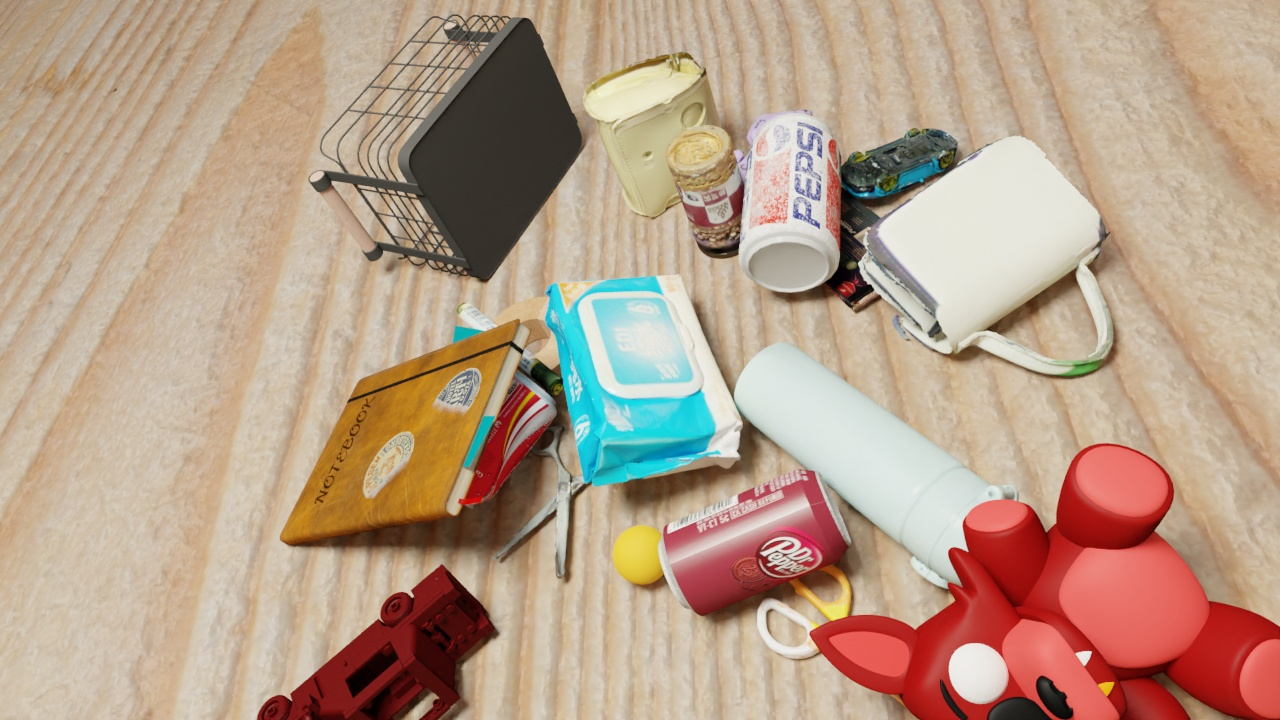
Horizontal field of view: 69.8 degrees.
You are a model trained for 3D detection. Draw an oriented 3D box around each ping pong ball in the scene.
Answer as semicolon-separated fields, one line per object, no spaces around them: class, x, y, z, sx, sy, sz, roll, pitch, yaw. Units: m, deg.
ping pong ball;0.001;0.134;0.634;0.040;0.040;0.040;-11;50;13

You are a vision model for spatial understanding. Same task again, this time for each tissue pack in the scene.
tissue pack;-0.004;0.004;0.704;0.117;0.066;0.209;-4;44;-15

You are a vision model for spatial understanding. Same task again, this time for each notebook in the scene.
notebook;-0.182;0.053;0.723;0.250;0.014;0.178;-16;45;41

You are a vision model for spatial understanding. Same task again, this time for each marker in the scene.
marker;-0.112;-0.013;0.772;0.017;0.017;0.146;-42;50;-14

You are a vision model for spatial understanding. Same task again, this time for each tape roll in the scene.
tape roll;-0.093;-0.011;0.795;0.094;0.027;0.093;-11;50;13

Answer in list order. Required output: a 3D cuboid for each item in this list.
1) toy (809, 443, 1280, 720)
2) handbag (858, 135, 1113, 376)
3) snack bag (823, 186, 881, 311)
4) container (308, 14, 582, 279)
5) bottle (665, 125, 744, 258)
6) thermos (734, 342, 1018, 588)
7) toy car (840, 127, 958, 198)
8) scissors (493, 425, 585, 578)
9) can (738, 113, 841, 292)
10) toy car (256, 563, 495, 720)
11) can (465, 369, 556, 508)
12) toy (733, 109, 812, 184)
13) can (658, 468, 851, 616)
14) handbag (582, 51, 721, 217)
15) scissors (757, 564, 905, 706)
toy;0.215;0.155;0.484;0.197;0.120;0.158;-34;81;-2
handbag;0.267;-0.057;0.674;0.151;0.074;0.176;-35;68;-5
snack bag;0.164;-0.106;0.774;0.074;0.018;0.155;-33;48;-4
container;-0.182;-0.212;0.899;0.130;0.163;0.240;14;60;30
bottle;0.062;-0.143;0.786;0.056;0.105;0.056;-11;50;13
thermos;0.152;0.065;0.613;0.207;0.065;0.078;41;112;39
toy car;0.222;-0.166;0.789;0.105;0.032;0.048;-25;47;-10
scissors;-0.044;0.092;0.704;0.171;0.014;0.141;-27;46;-2
can;0.123;-0.129;0.745;0.078;0.078;0.135;-4;56;19
toy car;-0.177;0.222;0.615;0.169;0.070;0.062;-40;38;-12
can;-0.118;0.059;0.719;0.064;0.064;0.104;30;78;37
toy;0.116;-0.196;0.853;0.080;0.036;0.099;1;55;28
can;0.073;0.117;0.595;0.114;0.063;0.063;-25;48;11
handbag;0.018;-0.212;0.850;0.111;0.119;0.081;-24;47;2
scissors;0.127;0.180;0.566;0.073;0.012;0.131;-40;49;-11
